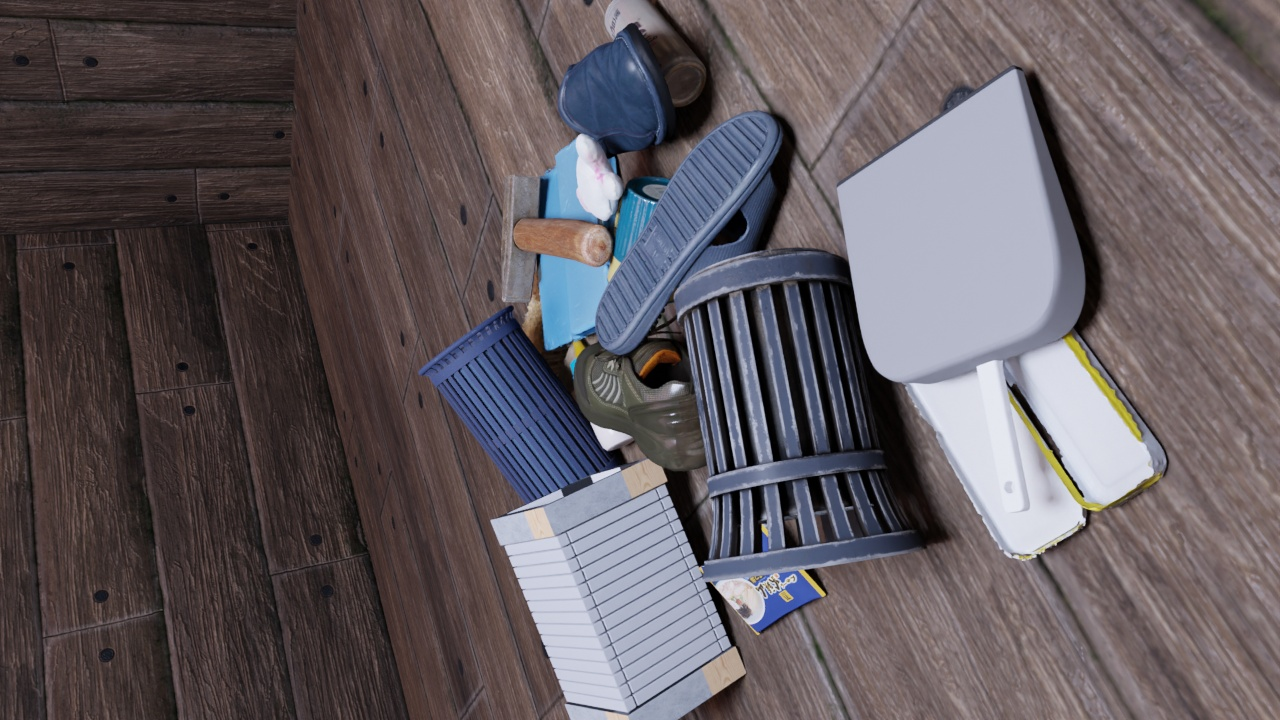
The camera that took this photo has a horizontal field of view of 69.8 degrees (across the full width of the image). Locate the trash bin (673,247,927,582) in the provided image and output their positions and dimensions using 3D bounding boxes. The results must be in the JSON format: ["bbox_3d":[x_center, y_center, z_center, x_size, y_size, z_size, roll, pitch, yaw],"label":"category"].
[{"bbox_3d":[0.111,0.042,0.704,0.165,0.164,0.227,-32,64,60],"label":"trash bin"}]

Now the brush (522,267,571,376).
[{"bbox_3d":[-0.127,-0.015,1.250,0.083,0.056,0.272,59,145,40],"label":"brush"}]

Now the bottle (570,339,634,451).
[{"bbox_3d":[-0.050,0.036,1.108,0.146,0.051,0.051,65,149,13],"label":"bottle"}]

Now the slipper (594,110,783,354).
[{"bbox_3d":[0.055,-0.107,0.844,0.264,0.082,0.101,-53,39,25],"label":"slipper"}]

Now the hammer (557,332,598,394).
[{"bbox_3d":[-0.081,-0.002,1.164,0.119,0.030,0.332,32,127,6],"label":"hammer"}]

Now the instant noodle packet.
[{"bbox_3d":[0.112,0.209,0.872,0.087,0.026,0.135,48,143,10],"label":"instant noodle packet"}]

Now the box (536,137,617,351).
[{"bbox_3d":[-0.082,-0.138,1.097,0.175,0.033,0.231,-22,70,52],"label":"box"}]

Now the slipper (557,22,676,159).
[{"bbox_3d":[-0.038,-0.251,0.915,0.109,0.083,0.265,66,170,-12],"label":"slipper"}]

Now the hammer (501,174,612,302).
[{"bbox_3d":[-0.101,-0.132,1.039,0.301,0.037,0.158,-158,71,-65],"label":"hammer"}]

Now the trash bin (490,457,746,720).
[{"bbox_3d":[-0.027,0.251,0.980,0.143,0.142,0.247,-25,87,57],"label":"trash bin"}]

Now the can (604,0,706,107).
[{"bbox_3d":[0.014,-0.307,0.905,0.135,0.054,0.054,60,146,34],"label":"can"}]

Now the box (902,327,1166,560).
[{"bbox_3d":[0.234,0.015,0.603,0.130,0.034,0.209,-54,51,43],"label":"box"}]

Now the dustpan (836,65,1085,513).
[{"bbox_3d":[0.209,-0.031,0.591,0.164,0.033,0.257,-30,60,56],"label":"dustpan"}]

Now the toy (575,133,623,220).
[{"bbox_3d":[-0.044,-0.180,0.931,0.076,0.037,0.125,64,169,4],"label":"toy"}]

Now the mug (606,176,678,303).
[{"bbox_3d":[0.006,-0.130,0.936,0.113,0.083,0.107,48,138,46],"label":"mug"}]

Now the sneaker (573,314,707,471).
[{"bbox_3d":[-0.006,0.006,0.968,0.238,0.100,0.143,34,135,49],"label":"sneaker"}]

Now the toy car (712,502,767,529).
[{"bbox_3d":[0.096,0.159,0.907,0.090,0.027,0.039,35,129,54],"label":"toy car"}]

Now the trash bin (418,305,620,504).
[{"bbox_3d":[-0.141,0.073,1.130,0.249,0.139,0.140,54,152,-5],"label":"trash bin"}]
